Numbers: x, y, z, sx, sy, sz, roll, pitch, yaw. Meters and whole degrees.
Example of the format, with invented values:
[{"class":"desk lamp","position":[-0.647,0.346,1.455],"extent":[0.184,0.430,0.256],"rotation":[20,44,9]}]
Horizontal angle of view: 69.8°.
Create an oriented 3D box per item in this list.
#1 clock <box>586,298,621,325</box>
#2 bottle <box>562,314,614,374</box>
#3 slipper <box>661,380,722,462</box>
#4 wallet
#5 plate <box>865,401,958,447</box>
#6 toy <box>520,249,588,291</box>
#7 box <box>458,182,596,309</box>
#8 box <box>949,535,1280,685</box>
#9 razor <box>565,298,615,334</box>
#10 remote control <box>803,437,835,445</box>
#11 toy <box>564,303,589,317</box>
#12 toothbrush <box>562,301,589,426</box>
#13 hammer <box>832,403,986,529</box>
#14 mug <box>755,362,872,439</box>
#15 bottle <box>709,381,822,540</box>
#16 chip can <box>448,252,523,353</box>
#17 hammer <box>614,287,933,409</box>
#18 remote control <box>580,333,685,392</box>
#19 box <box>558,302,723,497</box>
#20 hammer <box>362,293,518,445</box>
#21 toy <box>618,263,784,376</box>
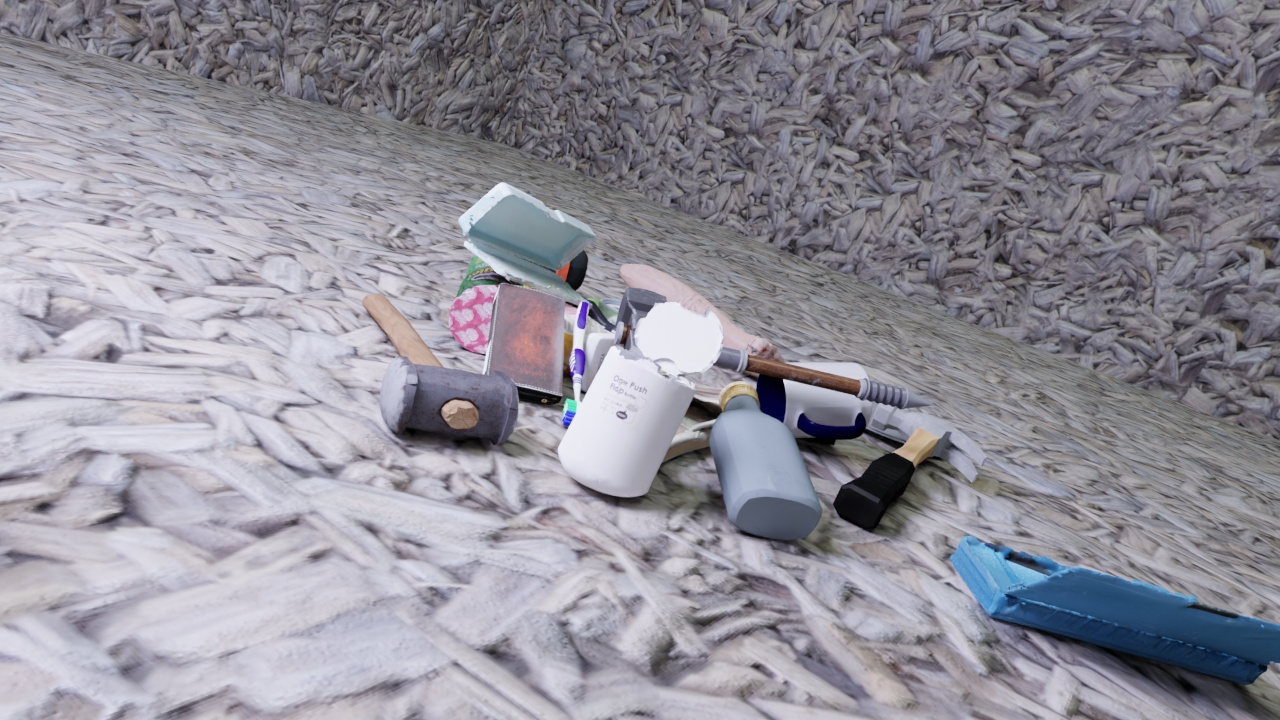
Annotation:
[{"class":"clock","position":[-0.024,-0.046,1.149],"extent":[0.119,0.042,0.094],"rotation":[5,18,-43]},{"class":"bottle","position":[-0.060,-0.015,0.953],"extent":[0.108,0.063,0.063],"rotation":[13,15,-25]},{"class":"slipper","position":[0.033,0.046,0.860],"extent":[0.115,0.052,0.262],"rotation":[23,16,23]},{"class":"wallet","position":[-0.106,-0.017,0.860],"extent":[0.072,0.020,0.122],"rotation":[14,48,-17]},{"class":"plate","position":[0.310,0.079,1.153],"extent":[0.178,0.012,0.178],"rotation":[17,14,-5]},{"class":"toy","position":[-0.118,-0.127,1.217],"extent":[0.119,0.100,0.097],"rotation":[7,16,-31]},{"class":"box","position":[-0.107,-0.105,0.974],"extent":[0.096,0.086,0.198],"rotation":[61,18,18]},{"class":"box","position":[0.377,0.197,0.702],"extent":[0.232,0.066,0.173],"rotation":[16,-6,-6]},{"class":"razor","position":[-0.033,-0.028,1.067],"extent":[0.143,0.052,0.047],"rotation":[28,7,17]},{"class":"remote control","position":[0.188,0.063,1.061],"extent":[0.034,0.013,0.150],"rotation":[12,15,-9]},{"class":"toy","position":[-0.088,-0.039,1.018],"extent":[0.102,0.050,0.093],"rotation":[24,-4,8]},{"class":"toothbrush","position":[-0.060,-0.001,0.866],"extent":[0.016,0.015,0.186],"rotation":[16,37,-13]},{"class":"hammer","position":[0.264,0.105,0.927],"extent":[0.131,0.039,0.327],"rotation":[28,20,22]},{"class":"mug","position":[0.184,0.049,0.947],"extent":[0.096,0.079,0.112],"rotation":[0,26,-16]},{"class":"bottle","position":[0.095,0.075,0.758],"extent":[0.072,0.046,0.161],"rotation":[14,30,-15]},{"class":"chip can","position":[-0.165,-0.073,1.013],"extent":[0.075,0.075,0.223],"rotation":[15,15,-11]},{"class":"hammer","position":[0.133,0.009,0.885],"extent":[0.322,0.043,0.155],"rotation":[13,27,-10]},{"class":"remote control","position":[-0.006,0.006,0.943],"extent":[0.138,0.060,0.025],"rotation":[5,16,-42]},{"class":"box","position":[0.004,0.022,0.715],"extent":[0.084,0.160,0.118],"rotation":[28,6,15]},{"class":"hammer","position":[-0.199,-0.009,0.804],"extent":[0.098,0.052,0.328],"rotation":[10,13,-29]},{"class":"toy","position":[0.084,-0.042,1.223],"extent":[0.264,0.065,0.196],"rotation":[33,-8,17]}]
